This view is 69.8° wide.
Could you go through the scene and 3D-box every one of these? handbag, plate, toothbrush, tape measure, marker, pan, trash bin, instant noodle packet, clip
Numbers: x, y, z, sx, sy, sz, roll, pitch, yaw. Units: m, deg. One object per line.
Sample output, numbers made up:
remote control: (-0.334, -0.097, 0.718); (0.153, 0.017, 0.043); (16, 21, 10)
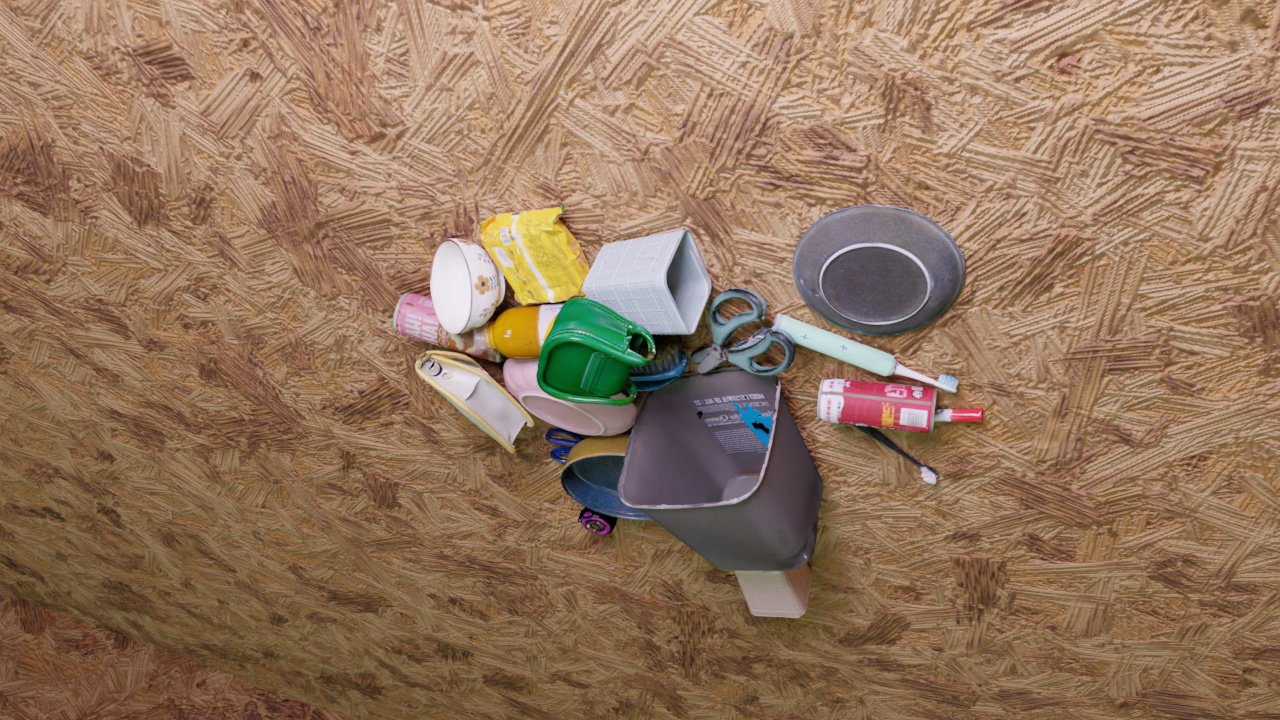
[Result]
handbag: (-0.242, 0.040, 1.261); (0.179, 0.063, 0.163); (27, 163, 35)
plate: (0.248, -0.086, 0.969); (0.179, 0.024, 0.180); (12, 140, 10)
toothbrush: (0.311, 0.106, 1.163); (0.181, 0.018, 0.016); (35, 141, -14)
tape measure: (-0.067, 0.253, 1.465); (0.057, 0.039, 0.058); (33, 138, -15)
marker: (0.336, 0.067, 1.107); (0.145, 0.017, 0.017); (-2, 135, 25)
pan: (0.037, 0.225, 1.360); (0.198, 0.078, 0.357); (-23, 133, 39)
trash bin: (0.119, 0.149, 1.170); (0.199, 0.198, 0.220); (-8, 140, 32)
instant noodle packet: (-0.117, -0.122, 1.066); (0.111, 0.044, 0.128); (-6, 136, 21)
toothbrush: (0.258, -0.004, 1.053); (0.224, 0.027, 0.026); (20, 177, 0)
clip: (0.136, -0.019, 1.093); (0.025, 0.032, 0.057); (36, 141, -9)
handbag: (-0.050, -0.002, 1.027); (0.120, 0.067, 0.132); (20, 143, -1)
plate: (-0.098, 0.056, 1.214); (0.192, 0.039, 0.193); (19, 159, 7)

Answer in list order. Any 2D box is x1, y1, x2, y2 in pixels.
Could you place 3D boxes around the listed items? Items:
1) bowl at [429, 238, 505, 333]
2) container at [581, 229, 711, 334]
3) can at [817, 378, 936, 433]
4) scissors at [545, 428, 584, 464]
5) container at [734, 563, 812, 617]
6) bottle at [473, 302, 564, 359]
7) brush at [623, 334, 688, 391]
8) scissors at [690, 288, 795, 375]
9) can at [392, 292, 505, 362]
bowl: (-0.203, -0.091, 1.106); (0.062, 0.113, 0.114); (-7, 154, -35)
container: (0.006, -0.084, 1.025); (0.112, 0.089, 0.090); (-2, 135, 30)
can: (0.279, 0.053, 1.086); (0.133, 0.053, 0.053); (5, 138, 18)
scissors: (-0.059, 0.140, 1.359); (0.172, 0.012, 0.133); (25, 138, -7)
container: (0.200, 0.321, 1.394); (0.090, 0.090, 0.111); (-4, 131, 27)
bottle: (-0.109, -0.035, 1.119); (0.190, 0.067, 0.068); (-3, 135, 12)
brush: (-0.007, 0.007, 1.153); (0.144, 0.055, 0.073); (-3, 134, 25)
scissors: (0.117, -0.009, 1.088); (0.143, 0.019, 0.180); (45, 143, 4)
can: (-0.243, -0.043, 1.194); (0.147, 0.057, 0.058); (16, 140, 6)
